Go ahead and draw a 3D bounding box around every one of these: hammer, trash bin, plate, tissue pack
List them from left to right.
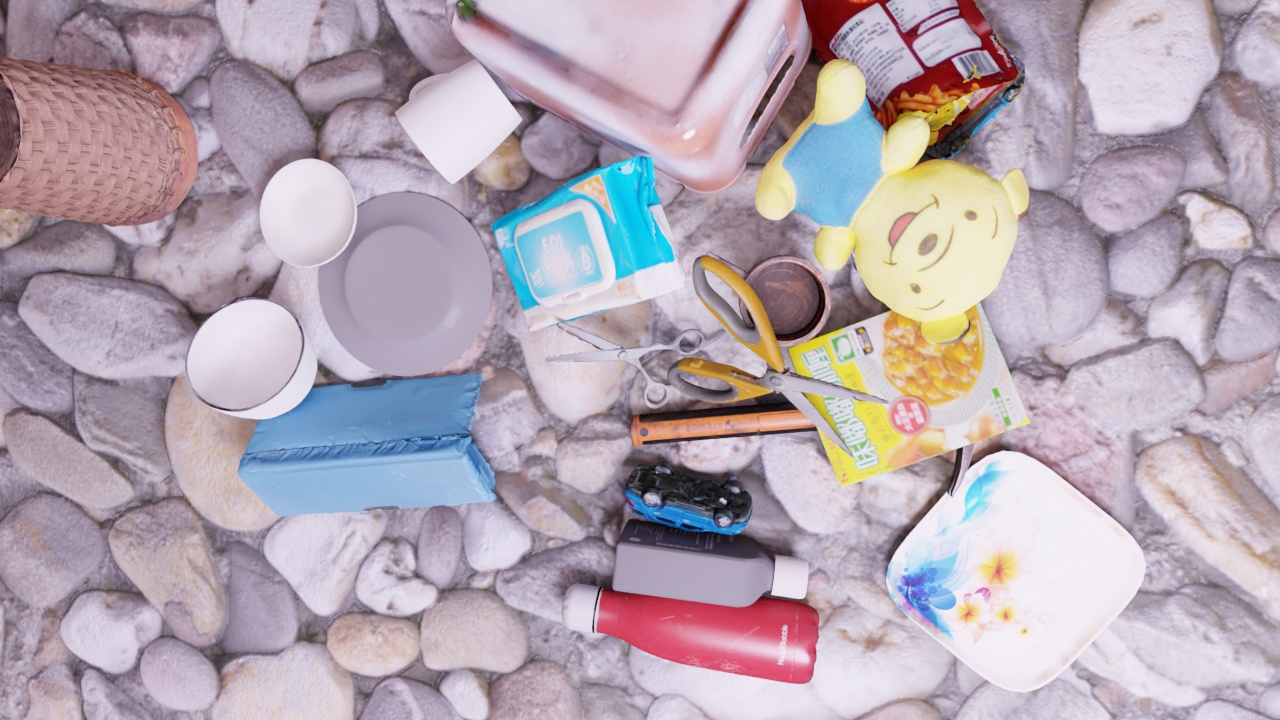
[{"bbox_3d":[-0.527,-0.201,0.823,0.151,0.210,0.151,1,95,7],"label":"trash bin"},{"bbox_3d":[-0.317,-0.141,0.890,0.104,0.026,0.104,0,91,13],"label":"plate"},{"bbox_3d":[-0.231,-0.074,0.891,0.178,0.012,0.178,0,93,9],"label":"plate"},{"bbox_3d":[-0.046,-0.097,0.795,0.210,0.065,0.117,-12,98,49],"label":"tissue pack"},{"bbox_3d":[-0.010,-0.278,0.756,0.260,0.157,0.181,32,98,13],"label":"trash bin"},{"bbox_3d":[0.148,0.065,0.845,0.315,0.035,0.137,-5,87,10],"label":"hammer"},{"bbox_3d":[0.341,0.193,0.844,0.187,0.016,0.187,39,99,2],"label":"plate"}]

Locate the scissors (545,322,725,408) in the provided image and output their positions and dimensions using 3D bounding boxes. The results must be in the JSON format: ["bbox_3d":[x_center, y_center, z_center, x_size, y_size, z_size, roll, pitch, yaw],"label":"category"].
[{"bbox_3d":[-0.002,-0.014,0.838,0.147,0.014,0.141,-39,124,2],"label":"scissors"}]

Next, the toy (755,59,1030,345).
[{"bbox_3d":[0.205,-0.126,0.741,0.214,0.083,0.149,36,121,5],"label":"toy"}]

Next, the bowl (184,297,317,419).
[{"bbox_3d":[-0.365,0.005,0.881,0.116,0.066,0.116,-2,69,5],"label":"bowl"}]

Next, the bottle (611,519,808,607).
[{"bbox_3d":[0.066,0.190,0.848,0.174,0.083,0.046,7,96,6],"label":"bottle"}]

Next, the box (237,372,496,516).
[{"bbox_3d":[-0.260,0.081,0.907,0.232,0.094,0.112,-6,51,10],"label":"box"}]

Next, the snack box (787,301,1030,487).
[{"bbox_3d":[0.230,0.021,0.799,0.168,0.027,0.132,-21,82,9],"label":"snack box"}]

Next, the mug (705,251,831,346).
[{"bbox_3d":[0.110,-0.062,0.803,0.116,0.107,0.080,30,99,4],"label":"mug"}]

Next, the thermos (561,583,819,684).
[{"bbox_3d":[0.044,0.248,0.862,0.240,0.073,0.073,7,97,7],"label":"thermos"}]

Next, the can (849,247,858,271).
[{"bbox_3d":[0.228,-0.118,0.809,0.097,0.054,0.054,-23,92,9],"label":"can"}]

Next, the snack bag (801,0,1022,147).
[{"bbox_3d":[0.214,-0.287,0.780,0.139,0.066,0.208,-32,75,15],"label":"snack bag"}]

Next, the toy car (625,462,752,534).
[{"bbox_3d":[0.045,0.132,0.862,0.120,0.056,0.044,12,123,12],"label":"toy car"}]

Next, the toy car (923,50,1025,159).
[{"bbox_3d":[0.285,-0.220,0.798,0.105,0.032,0.048,-46,72,16],"label":"toy car"}]

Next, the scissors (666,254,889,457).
[{"bbox_3d":[0.096,0.000,0.762,0.226,0.016,0.229,8,138,41],"label":"scissors"}]

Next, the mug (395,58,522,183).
[{"bbox_3d":[-0.171,-0.232,0.847,0.088,0.081,0.114,-37,59,3],"label":"mug"}]
